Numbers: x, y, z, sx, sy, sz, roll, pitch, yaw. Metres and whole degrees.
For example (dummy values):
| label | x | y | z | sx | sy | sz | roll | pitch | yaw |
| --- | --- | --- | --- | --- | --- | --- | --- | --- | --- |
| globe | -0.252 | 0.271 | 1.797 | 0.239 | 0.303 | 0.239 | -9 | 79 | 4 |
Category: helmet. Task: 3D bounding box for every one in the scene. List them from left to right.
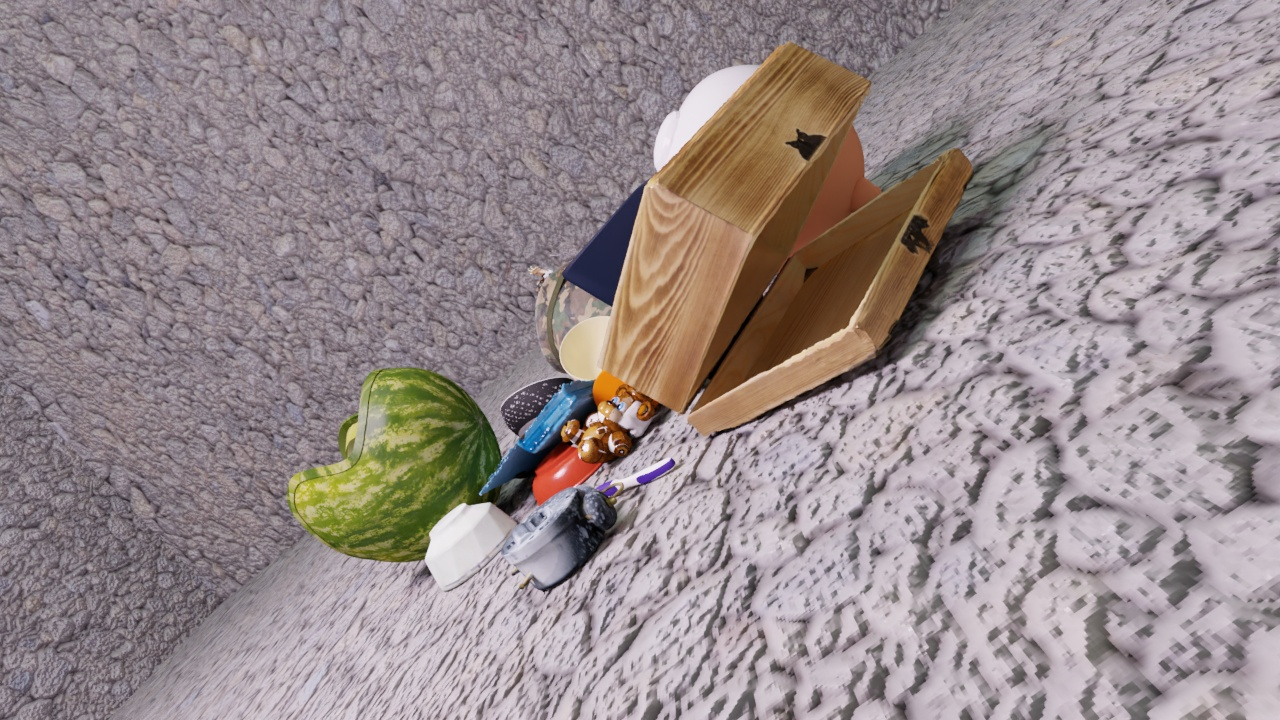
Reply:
| label | x | y | z | sx | sy | sz | roll | pitch | yaw |
| --- | --- | --- | --- | --- | --- | --- | --- | --- | --- |
| helmet | -0.298 | 0.140 | 1.191 | 0.248 | 0.243 | 0.212 | -41 | 11 | 20 |
| helmet | -0.090 | -0.080 | 1.557 | 0.237 | 0.193 | 0.223 | -1 | 45 | 32 |

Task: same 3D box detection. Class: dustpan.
| label | x | y | z | sx | sy | sz | roll | pitch | yaw |
| --- | --- | --- | --- | --- | --- | --- | --- | --- | --- |
| dustpan | 0.011 | -0.154 | 0.909 | 0.235 | 0.080 | 0.274 | -51 | -13 | -41 |

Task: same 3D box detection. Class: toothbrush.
| label | x | y | z | sx | sy | sz | roll | pitch | yaw |
| --- | --- | --- | --- | --- | --- | --- | --- | --- | --- |
| toothbrush | -0.027 | 0.125 | 0.896 | 0.187 | 0.016 | 0.015 | -28 | 15 | 45 |

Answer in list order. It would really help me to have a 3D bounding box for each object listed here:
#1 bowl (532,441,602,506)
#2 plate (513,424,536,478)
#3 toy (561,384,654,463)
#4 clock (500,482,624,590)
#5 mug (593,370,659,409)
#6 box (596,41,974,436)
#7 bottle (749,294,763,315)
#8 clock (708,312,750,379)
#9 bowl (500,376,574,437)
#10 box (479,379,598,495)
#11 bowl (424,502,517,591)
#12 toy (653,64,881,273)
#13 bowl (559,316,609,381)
| label | x | y | z | sx | sy | sz | roll | pitch | yaw |
| --- | --- | --- | --- | --- | --- | --- | --- | --- | --- |
| bowl | -0.085 | 0.120 | 1.092 | 0.122 | 0.035 | 0.122 | -39 | 9 | 7 |
| plate | -0.142 | 0.117 | 1.262 | 0.131 | 0.025 | 0.131 | -50 | -9 | -11 |
| toy | -0.026 | 0.067 | 1.027 | 0.112 | 0.067 | 0.087 | -52 | 34 | -1 |
| clock | -0.067 | 0.149 | 0.821 | 0.129 | 0.052 | 0.090 | -42 | 9 | -11 |
| mug | -0.007 | 0.006 | 1.102 | 0.078 | 0.113 | 0.095 | 4 | 26 | 17 |
| box | 0.129 | -0.085 | 0.842 | 0.278 | 0.221 | 0.259 | -54 | -9 | -39 |
| bottle | 0.086 | -0.036 | 1.126 | 0.184 | 0.045 | 0.045 | -46 | 11 | -34 |
| clock | 0.084 | -0.013 | 1.031 | 0.121 | 0.042 | 0.091 | -36 | 10 | 21 |
| bowl | -0.141 | 0.083 | 1.363 | 0.120 | 0.066 | 0.120 | -21 | -21 | -9 |
| box | -0.105 | 0.091 | 1.163 | 0.175 | 0.033 | 0.231 | -48 | -8 | 14 |
| bowl | -0.208 | 0.209 | 1.080 | 0.117 | 0.061 | 0.117 | -38 | 10 | 7 |
| toy | 0.154 | -0.235 | 1.150 | 0.262 | 0.281 | 0.266 | -83 | 9 | -79 |
| bowl | -0.058 | 0.001 | 1.410 | 0.117 | 0.118 | 0.074 | -42 | -33 | -15 |
